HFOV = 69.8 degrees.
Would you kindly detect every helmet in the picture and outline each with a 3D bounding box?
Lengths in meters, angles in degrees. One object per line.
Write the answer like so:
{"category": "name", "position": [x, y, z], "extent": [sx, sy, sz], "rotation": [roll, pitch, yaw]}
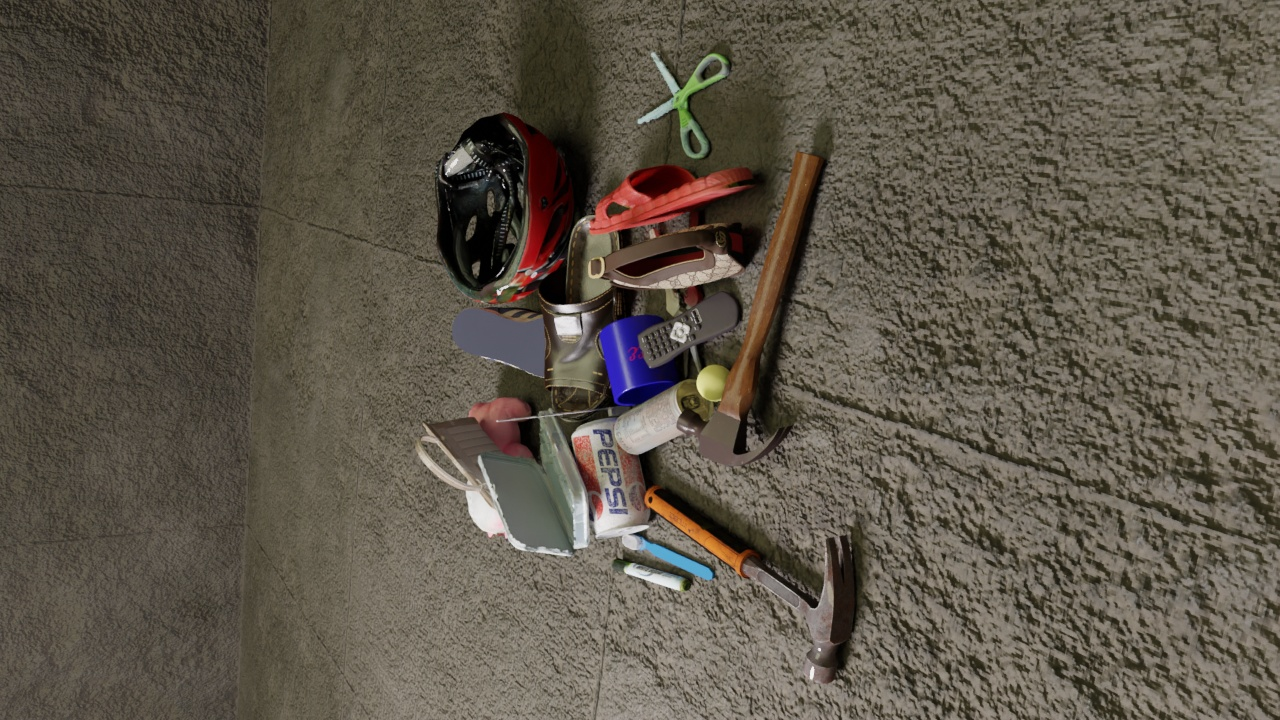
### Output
{"category": "helmet", "position": [-0.183, -0.202, 1.257], "extent": [0.218, 0.166, 0.271], "rotation": [-23, 66, 41]}

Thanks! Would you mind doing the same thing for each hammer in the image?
{"category": "hammer", "position": [0.103, 0.195, 0.974], "extent": [0.315, 0.035, 0.138], "rotation": [27, 112, 52]}
{"category": "hammer", "position": [0.125, -0.047, 0.924], "extent": [0.115, 0.033, 0.323], "rotation": [22, 104, 31]}

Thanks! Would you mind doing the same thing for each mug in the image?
{"category": "mug", "position": [-0.006, 0.006, 1.094], "extent": [0.111, 0.079, 0.083], "rotation": [133, 128, -60]}

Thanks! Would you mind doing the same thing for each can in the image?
{"category": "can", "position": [0.024, 0.068, 1.067], "extent": [0.136, 0.054, 0.054], "rotation": [-32, 65, 50]}
{"category": "can", "position": [-0.036, 0.145, 1.132], "extent": [0.078, 0.078, 0.136], "rotation": [-34, 63, 50]}

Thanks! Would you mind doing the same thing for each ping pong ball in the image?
{"category": "ping pong ball", "position": [0.081, 0.024, 0.998], "extent": [0.040, 0.040, 0.040], "rotation": [0, 90, 55]}

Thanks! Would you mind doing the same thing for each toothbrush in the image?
{"category": "toothbrush", "position": [-0.090, 0.069, 1.119], "extent": [0.010, 0.181, 0.010], "rotation": [-23, 74, 58]}
{"category": "toothbrush", "position": [0.030, 0.233, 1.095], "extent": [0.167, 0.014, 0.016], "rotation": [11, 99, 54]}

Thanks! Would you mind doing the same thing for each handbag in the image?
{"category": "handbag", "position": [0.025, -0.111, 0.977], "extent": [0.167, 0.138, 0.063], "rotation": [-7, 85, 35]}
{"category": "handbag", "position": [-0.237, 0.144, 1.233], "extent": [0.062, 0.198, 0.175], "rotation": [-47, 68, 4]}

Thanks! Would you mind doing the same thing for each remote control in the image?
{"category": "remote control", "position": [0.053, -0.035, 1.014], "extent": [0.125, 0.009, 0.046], "rotation": [-27, 72, 21]}

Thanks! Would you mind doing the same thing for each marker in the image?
{"category": "marker", "position": [0.012, 0.261, 1.119], "extent": [0.147, 0.017, 0.017], "rotation": [-1, 89, 54]}

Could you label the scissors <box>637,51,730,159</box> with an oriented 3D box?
{"category": "scissors", "position": [0.045, -0.299, 1.068], "extent": [0.172, 0.023, 0.167], "rotation": [-16, 83, 56]}

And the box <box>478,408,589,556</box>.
{"category": "box", "position": [-0.144, 0.161, 1.155], "extent": [0.215, 0.124, 0.107], "rotation": [-122, 24, -58]}

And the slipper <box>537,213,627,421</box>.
{"category": "slipper", "position": [-0.073, -0.054, 1.157], "extent": [0.113, 0.075, 0.268], "rotation": [8, 92, 24]}

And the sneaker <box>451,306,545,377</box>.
{"category": "sneaker", "position": [-0.133, -0.025, 1.285], "extent": [0.233, 0.118, 0.091], "rotation": [7, 92, 20]}

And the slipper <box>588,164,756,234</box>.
{"category": "slipper", "position": [0.022, -0.189, 1.029], "extent": [0.249, 0.103, 0.059], "rotation": [-8, 98, 52]}

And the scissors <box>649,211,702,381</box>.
{"category": "scissors", "position": [0.049, -0.084, 1.066], "extent": [0.179, 0.015, 0.188], "rotation": [51, 130, 40]}

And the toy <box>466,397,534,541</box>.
{"category": "toy", "position": [-0.216, 0.164, 1.381], "extent": [0.142, 0.084, 0.213], "rotation": [-12, 78, 54]}

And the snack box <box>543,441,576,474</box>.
{"category": "snack box", "position": [-0.084, 0.153, 1.243], "extent": [0.151, 0.027, 0.082], "rotation": [-34, 62, 51]}
